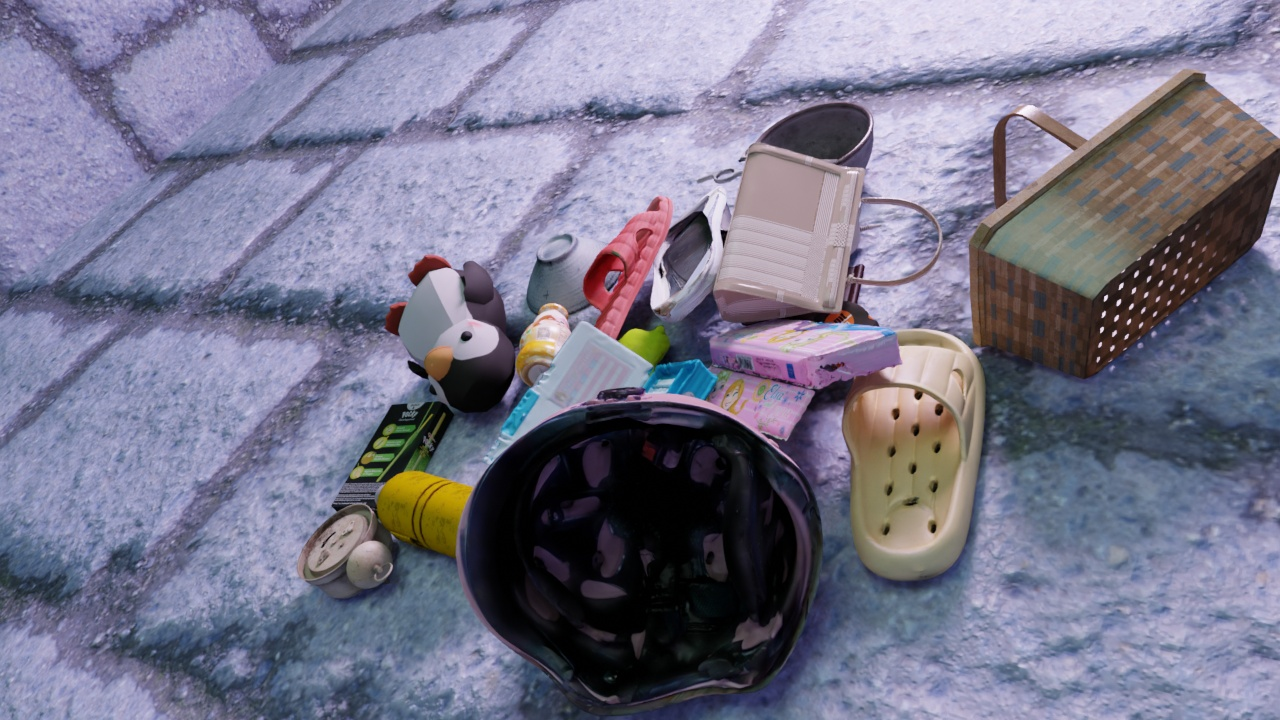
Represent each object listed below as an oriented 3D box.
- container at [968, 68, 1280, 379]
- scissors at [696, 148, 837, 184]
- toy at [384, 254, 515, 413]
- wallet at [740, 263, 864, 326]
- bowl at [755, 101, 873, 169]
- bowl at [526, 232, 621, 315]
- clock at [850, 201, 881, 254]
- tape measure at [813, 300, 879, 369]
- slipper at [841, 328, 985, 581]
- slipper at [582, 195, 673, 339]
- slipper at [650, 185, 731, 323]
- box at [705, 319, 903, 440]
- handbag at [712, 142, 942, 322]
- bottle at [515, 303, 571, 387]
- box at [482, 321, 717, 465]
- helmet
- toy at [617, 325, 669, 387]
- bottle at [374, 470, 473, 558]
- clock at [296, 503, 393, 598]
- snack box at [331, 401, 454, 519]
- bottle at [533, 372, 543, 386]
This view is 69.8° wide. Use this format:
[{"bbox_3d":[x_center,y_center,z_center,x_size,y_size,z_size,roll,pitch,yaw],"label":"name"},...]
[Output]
[{"bbox_3d":[0.372,-0.125,0.771,0.249,0.158,0.186,-36,49,-8],"label":"container"},{"bbox_3d":[0.137,-0.209,1.018,0.117,0.014,0.161,-33,34,-5],"label":"scissors"},{"bbox_3d":[-0.197,-0.014,1.066,0.159,0.140,0.184,-55,42,22],"label":"toy"},{"bbox_3d":[0.167,-0.063,0.947,0.116,0.018,0.091,-3,45,28],"label":"wallet"},{"bbox_3d":[0.206,-0.231,1.066,0.145,0.067,0.144,-18,39,15],"label":"bowl"},{"bbox_3d":[-0.094,-0.122,1.150,0.137,0.057,0.136,-18,39,15],"label":"bowl"},{"bbox_3d":[0.170,-0.142,0.996,0.157,0.061,0.103,15,44,39],"label":"clock"},{"bbox_3d":[0.192,-0.023,0.868,0.058,0.038,0.059,-40,50,-1],"label":"tape measure"},{"bbox_3d":[0.217,0.051,0.737,0.111,0.079,0.260,-5,44,24],"label":"slipper"},{"bbox_3d":[-0.031,-0.095,1.044,0.104,0.059,0.248,-44,20,58],"label":"slipper"},{"bbox_3d":[0.066,-0.110,1.008,0.111,0.063,0.263,-42,16,22],"label":"slipper"},{"bbox_3d":[0.107,0.012,0.802,0.160,0.063,0.231,-38,14,-10],"label":"box"},{"bbox_3d":[0.186,-0.119,0.882,0.198,0.062,0.175,6,64,20],"label":"handbag"},{"bbox_3d":[-0.104,-0.018,1.036,0.063,0.063,0.108,-15,39,18],"label":"bottle"},{"bbox_3d":[-0.044,0.087,0.848,0.170,0.085,0.226,20,67,37],"label":"box"},{"bbox_3d":[-0.001,0.124,0.685,0.255,0.230,0.152,-5,13,0],"label":"helmet"},{"bbox_3d":[-0.006,0.006,0.968,0.094,0.036,0.093,-33,42,7],"label":"toy"},{"bbox_3d":[-0.204,0.151,0.907,0.164,0.071,0.070,8,51,39],"label":"bottle"},{"bbox_3d":[-0.282,0.199,0.918,0.141,0.054,0.092,7,51,48],"label":"clock"},{"bbox_3d":[-0.277,0.111,1.035,0.080,0.025,0.147,-5,44,29],"label":"snack box"},{"bbox_3d":[-0.096,0.080,0.934,0.072,0.046,0.160,-7,43,27],"label":"bottle"}]
